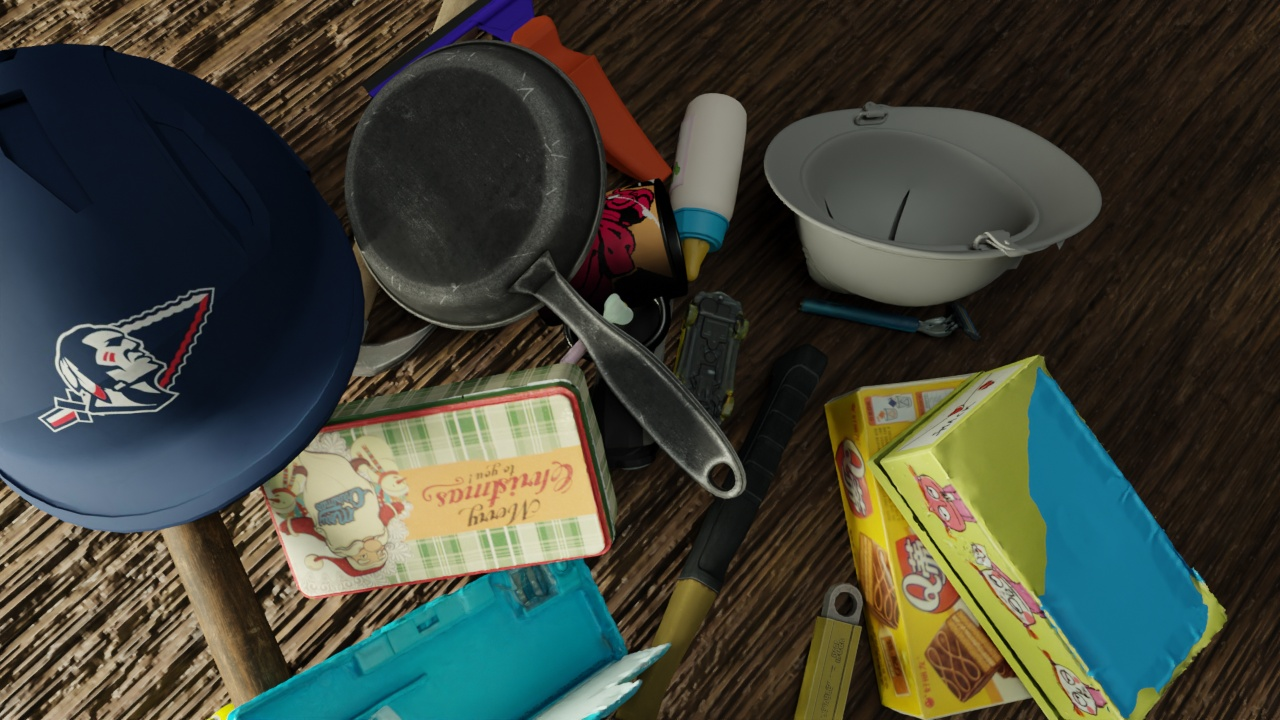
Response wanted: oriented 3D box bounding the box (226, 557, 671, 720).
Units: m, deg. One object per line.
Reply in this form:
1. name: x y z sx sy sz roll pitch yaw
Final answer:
1. box: -0.088 0.176 0.503 0.226 0.122 0.098 -22 84 -40

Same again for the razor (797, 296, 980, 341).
1. razor: 0.194 -0.035 0.727 0.144 0.022 0.042 6 39 -7

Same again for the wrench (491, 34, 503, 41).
1. wrench: -0.104 -0.235 0.706 0.073 0.018 0.273 2 79 -12

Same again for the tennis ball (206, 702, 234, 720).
1. tennis ball: -0.232 0.235 0.545 0.065 0.065 0.065 3 77 -12

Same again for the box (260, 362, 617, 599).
1. box: -0.123 0.074 0.557 0.205 0.049 0.118 -9 112 7

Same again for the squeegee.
1. squeegee: -0.047 -0.200 0.684 0.185 0.055 0.249 46 69 -4

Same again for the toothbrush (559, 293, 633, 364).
1. toothbrush: -0.061 0.015 0.616 0.155 0.015 0.022 -46 76 19

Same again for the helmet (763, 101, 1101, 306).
1. helmet: 0.206 -0.099 0.699 0.270 0.118 0.183 -9 49 -22

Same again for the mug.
1. mug: -0.021 -0.056 0.631 0.098 0.082 0.118 -13 79 10

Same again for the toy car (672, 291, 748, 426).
1. toy car: 0.049 0.000 0.680 0.049 0.030 0.106 16 77 -8

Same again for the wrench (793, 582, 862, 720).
1. wrench: 0.110 0.287 0.635 0.083 0.018 0.273 18 74 -8

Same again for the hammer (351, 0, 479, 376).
1. hammer: -0.169 -0.144 0.662 0.119 0.031 0.330 19 75 -9

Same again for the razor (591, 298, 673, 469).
1. razor: -0.004 0.004 0.657 0.060 0.057 0.156 24 66 -51

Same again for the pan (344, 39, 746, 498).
1. pan: -0.059 -0.050 0.578 0.187 0.055 0.357 -43 79 15

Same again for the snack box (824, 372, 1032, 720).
1. snack box: 0.214 0.131 0.671 0.110 0.062 0.230 -6 79 -15

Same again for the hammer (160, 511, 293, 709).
1. hammer: -0.175 0.193 0.536 0.217 0.037 0.300 -21 84 -40

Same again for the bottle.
1. bottle: 0.048 -0.129 0.697 0.051 0.051 0.146 12 75 -10

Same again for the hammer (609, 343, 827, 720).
1. hammer: 0.050 0.129 0.619 0.025 0.118 0.332 33 67 -10

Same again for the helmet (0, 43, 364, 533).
1. helmet: -0.279 -0.042 0.494 0.232 0.223 0.272 -35 81 -9

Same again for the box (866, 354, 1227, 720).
1. box: 0.271 0.121 0.616 0.124 0.081 0.221 -37 91 -21
